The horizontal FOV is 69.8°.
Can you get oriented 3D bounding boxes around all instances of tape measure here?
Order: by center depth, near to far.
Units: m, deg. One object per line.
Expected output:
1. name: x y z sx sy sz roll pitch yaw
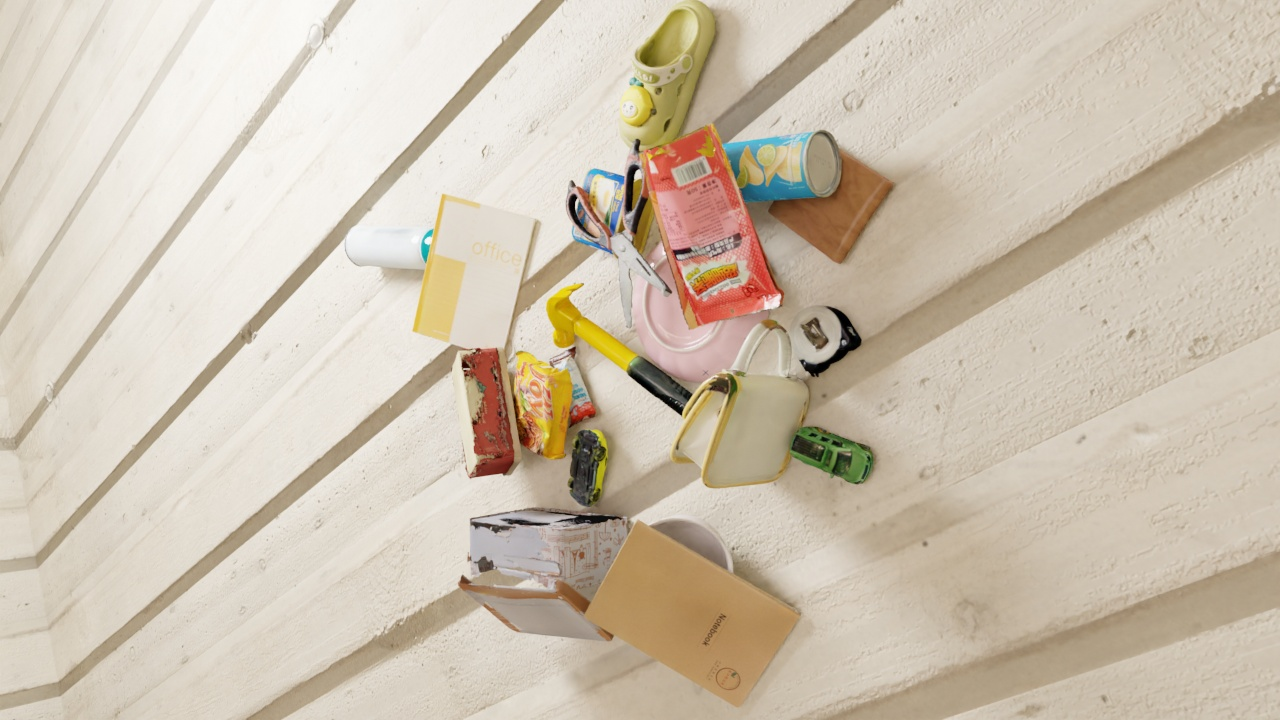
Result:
1. tape measure: 0.194 -0.026 0.985 0.066 0.033 0.066 -42 65 28

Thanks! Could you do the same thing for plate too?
1. plate: 0.061 -0.070 1.086 0.193 0.039 0.192 -1 89 38

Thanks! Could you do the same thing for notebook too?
1. notebook: 0.055 0.288 1.039 0.207 0.008 0.148 29 111 5
2. notebook: -0.238 -0.119 1.301 0.146 0.010 0.206 17 100 10

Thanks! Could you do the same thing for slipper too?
1. slipper: 0.018 -0.346 1.101 0.091 0.081 0.191 36 108 35

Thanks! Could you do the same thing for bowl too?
1. bowl: 0.053 0.222 1.060 0.118 0.064 0.118 4 106 14

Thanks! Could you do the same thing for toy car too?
1. toy car: 0.202 0.100 0.976 0.091 0.036 0.043 19 99 33
2. toy car: -0.065 0.138 1.185 0.048 0.032 0.105 24 115 36

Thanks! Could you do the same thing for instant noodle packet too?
1. instant noodle packet: -0.133 0.059 1.213 0.111 0.044 0.128 25 115 47

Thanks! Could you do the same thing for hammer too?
1. hammer: -0.007 0.007 1.118 0.301 0.032 0.129 37 152 25

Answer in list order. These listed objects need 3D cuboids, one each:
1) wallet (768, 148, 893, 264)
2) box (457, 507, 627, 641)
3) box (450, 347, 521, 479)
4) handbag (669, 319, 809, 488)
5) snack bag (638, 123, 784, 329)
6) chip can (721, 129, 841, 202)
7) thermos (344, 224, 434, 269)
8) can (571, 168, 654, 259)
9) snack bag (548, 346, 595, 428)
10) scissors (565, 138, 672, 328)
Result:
1. wallet: 0.202 -0.175 0.992 0.115 0.020 0.101 43 113 33
2. box: -0.119 0.280 1.151 0.182 0.150 0.166 -2 90 38
3. box: -0.219 0.071 1.247 0.092 0.078 0.168 129 132 -60
4. handbag: 0.115 0.041 0.964 0.063 0.163 0.179 29 105 36
5. snack bag: 0.071 -0.142 0.992 0.129 0.073 0.208 -13 102 41
6. chip can: 0.113 -0.209 1.016 0.211 0.071 0.071 4 91 43
7. thermos: -0.356 -0.175 1.399 0.225 0.073 0.073 7 93 37
8. can: -0.034 -0.185 1.152 0.083 0.057 0.102 25 104 38
9. snack bag: -0.090 0.035 1.210 0.048 0.026 0.104 -26 73 26
10. scissors: -0.027 -0.151 1.092 0.189 0.015 0.225 10 99 44
